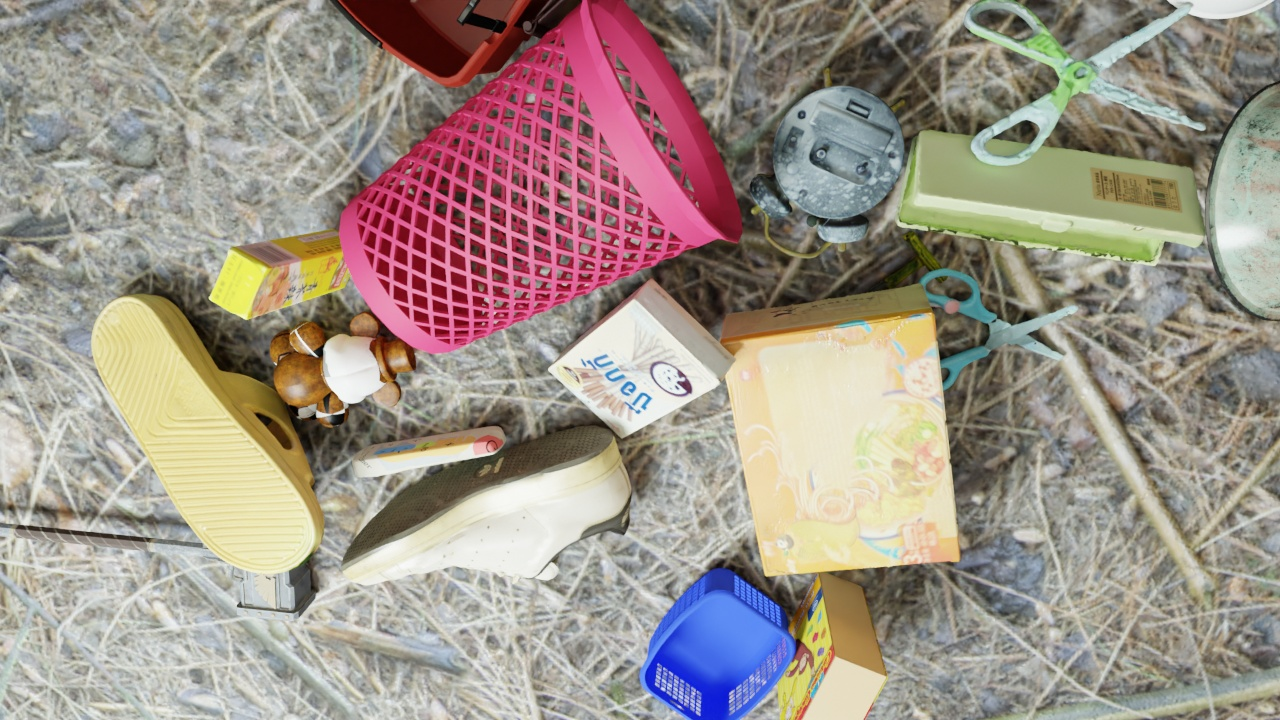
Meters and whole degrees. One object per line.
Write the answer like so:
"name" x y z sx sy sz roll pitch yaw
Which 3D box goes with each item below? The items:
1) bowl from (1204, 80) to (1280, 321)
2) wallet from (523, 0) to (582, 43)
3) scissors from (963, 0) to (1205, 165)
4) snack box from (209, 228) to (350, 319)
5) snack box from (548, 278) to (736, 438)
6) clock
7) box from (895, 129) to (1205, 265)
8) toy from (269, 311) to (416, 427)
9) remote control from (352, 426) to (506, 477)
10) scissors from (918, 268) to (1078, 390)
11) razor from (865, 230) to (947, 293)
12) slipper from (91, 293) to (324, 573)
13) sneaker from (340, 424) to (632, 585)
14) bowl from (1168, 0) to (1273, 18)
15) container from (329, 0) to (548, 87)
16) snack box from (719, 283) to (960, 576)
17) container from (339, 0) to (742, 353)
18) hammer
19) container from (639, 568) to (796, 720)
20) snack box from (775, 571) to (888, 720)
"bowl" 0.435 -0.103 0.591 0.157 0.038 0.157 -3 98 -23
"wallet" -0.027 -0.255 0.606 0.116 0.091 0.018 -42 99 14
"scissors" 0.289 -0.184 0.612 0.171 0.023 0.168 30 82 12
"snack box" -0.247 -0.064 0.653 0.029 0.147 0.040 29 105 0
"snack box" -0.004 0.004 0.663 0.082 0.026 0.150 44 147 -8
"clock" 0.130 -0.133 0.644 0.090 0.052 0.129 24 106 -1
"box" 0.279 -0.116 0.636 0.188 0.089 0.077 9 86 6
"toy" -0.233 0.006 0.719 0.112 0.067 0.087 -14 104 0
"remote control" -0.170 0.073 0.740 0.126 0.038 0.018 -11 105 9
"scissors" 0.248 -0.011 0.679 0.136 0.015 0.126 24 119 -10
"razor" 0.171 -0.047 0.681 0.106 0.026 0.042 -38 101 18
"slipper" -0.337 0.057 0.736 0.099 0.078 0.263 -41 81 11
"sneaker" -0.115 0.137 0.735 0.242 0.088 0.102 -22 112 8
"bowl" 0.387 -0.278 0.583 0.110 0.040 0.110 2 106 5
"container" -0.114 -0.250 0.557 0.127 0.200 0.148 39 105 -2
"snack box" 0.149 0.051 0.674 0.145 0.080 0.195 -8 111 14
"container" -0.075 -0.109 0.620 0.226 0.182 0.183 -27 101 20
"hammer" -0.443 0.156 0.788 0.322 0.044 0.098 5 106 5
"container" 0.063 0.232 0.750 0.096 0.058 0.114 36 106 -5
"snack box" 0.143 0.235 0.707 0.040 0.125 0.088 22 106 -1
